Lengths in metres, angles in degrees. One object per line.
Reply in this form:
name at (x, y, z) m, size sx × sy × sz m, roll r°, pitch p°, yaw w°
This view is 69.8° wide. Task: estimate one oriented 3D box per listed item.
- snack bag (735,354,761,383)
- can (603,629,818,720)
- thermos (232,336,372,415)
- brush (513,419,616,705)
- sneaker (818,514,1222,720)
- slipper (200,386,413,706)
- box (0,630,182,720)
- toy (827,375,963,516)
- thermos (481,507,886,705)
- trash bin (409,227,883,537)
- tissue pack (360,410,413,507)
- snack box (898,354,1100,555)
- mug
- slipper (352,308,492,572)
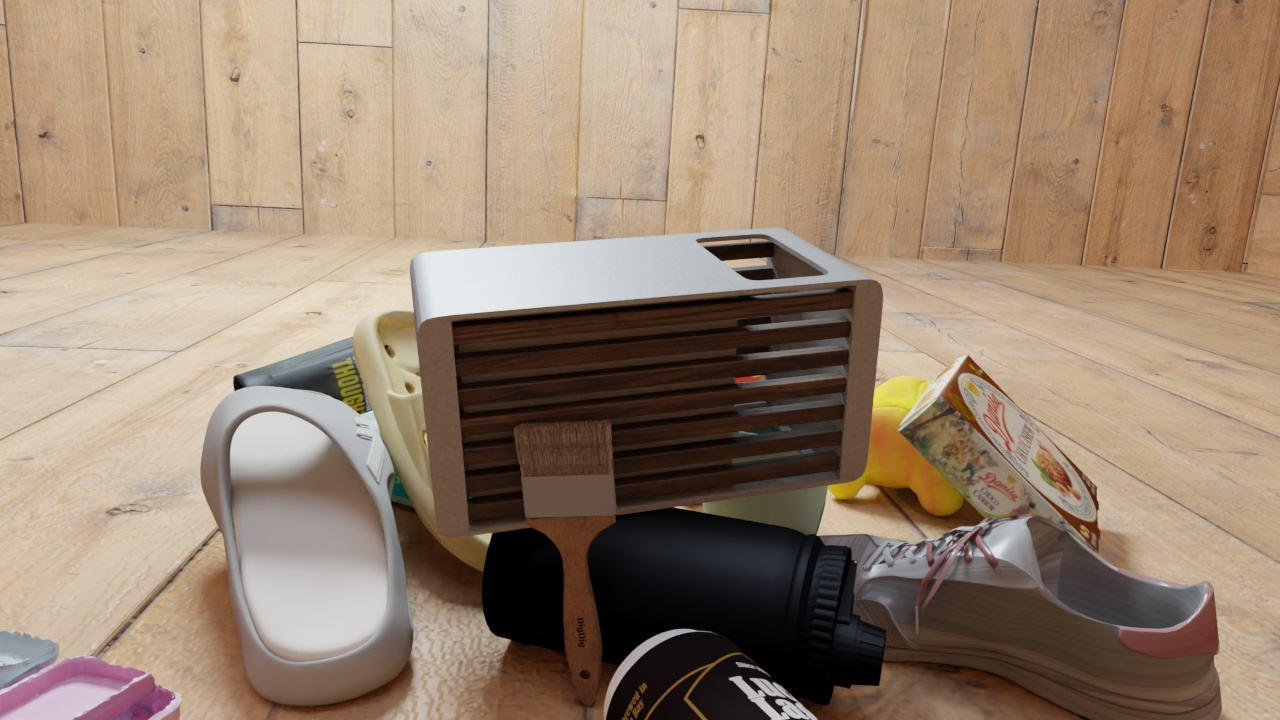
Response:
snack bag at (0.084, 0.026, 0.937) m, size 0.176 × 0.082 × 0.082 m, roll -2°, pitch 14°, yaw -21°
can at (0.040, 0.160, 0.347) m, size 0.071 × 0.072 × 0.129 m, roll -4°, pitch 14°, yaw -26°
thermos at (-0.251, 0.016, 0.846) m, size 0.220 × 0.098 × 0.098 m, roll -20°, pitch 23°, yaw -31°
brush at (-0.030, 0.099, 0.439) m, size 0.045 × 0.143 × 0.008 m, roll -4°, pitch 11°, yaw 9°
sneaker at (0.187, 0.119, 0.502) m, size 0.236 × 0.089 × 0.099 m, roll 10°, pitch 21°, yaw 28°
slipper at (-0.196, 0.072, 0.526) m, size 0.112 × 0.081 × 0.265 m, roll -9°, pitch 34°, yaw -21°
box at (-0.301, 0.164, 0.343) m, size 0.153 × 0.037 × 0.200 m, roll 5°, pitch 13°, yaw 21°
toy at (0.230, 0.061, 0.795) m, size 0.135 × 0.087 × 0.193 m, roll 6°, pitch 13°, yaw 29°
thermos at (0.026, 0.122, 0.478) m, size 0.199 × 0.086 × 0.086 m, roll 7°, pitch 14°, yaw 18°
trash bin at (-0.003, 0.003, 0.502) m, size 0.228 × 0.115 × 0.114 m, roll -6°, pitch 22°, yaw -13°
tissue pack at (-0.164, 0.074, 0.708) m, size 0.145 × 0.062 × 0.092 m, roll 9°, pitch 18°, yaw 30°
snack box at (0.265, 0.073, 0.669) m, size 0.147 × 0.041 × 0.142 m, roll 48°, pitch 27°, yaw 10°
mug at (0.083, 0.083, 0.620) m, size 0.084 × 0.104 × 0.111 m, roll 4°, pitch 14°, yaw 6°
slipper at (-0.120, 0.034, 0.629) m, size 0.111 × 0.079 × 0.261 m, roll -7°, pitch 44°, yaw -39°
